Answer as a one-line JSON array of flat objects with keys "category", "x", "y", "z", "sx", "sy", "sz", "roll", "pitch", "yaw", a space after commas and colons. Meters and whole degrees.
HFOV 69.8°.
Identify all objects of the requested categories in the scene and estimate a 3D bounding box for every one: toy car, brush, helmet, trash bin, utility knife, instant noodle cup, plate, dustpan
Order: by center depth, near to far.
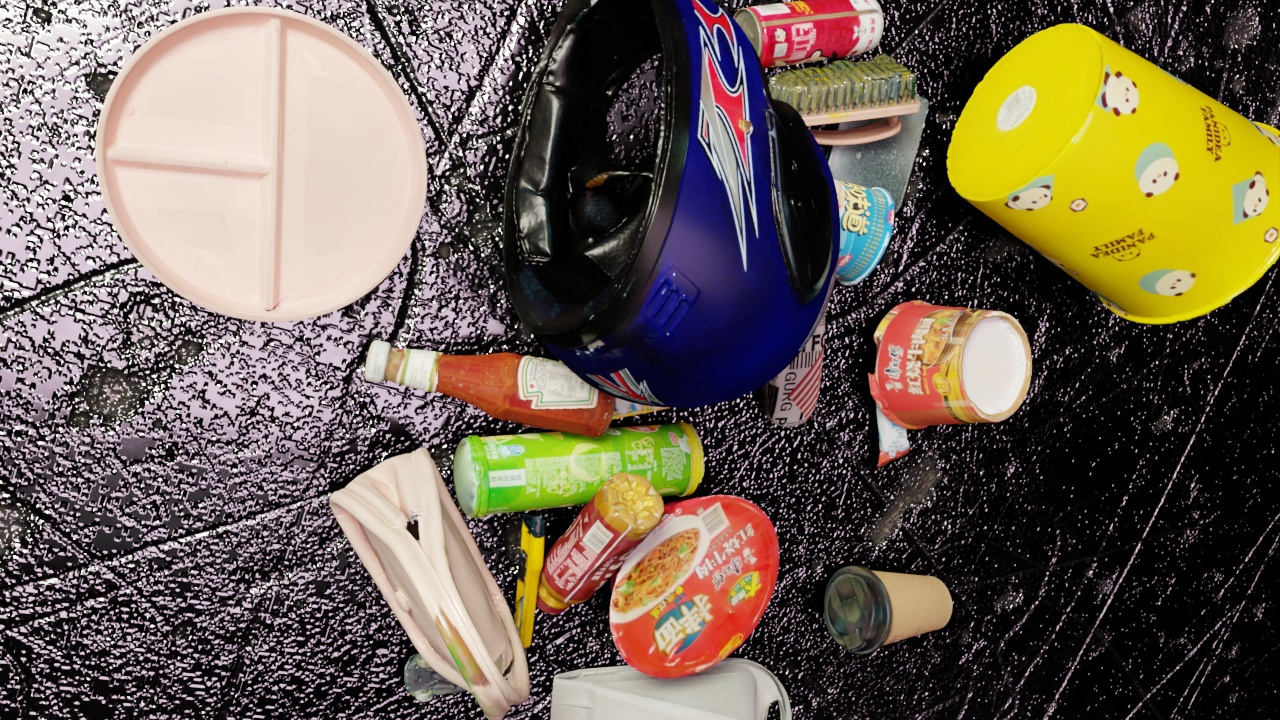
[{"category": "plate", "x": -0.278, "y": -0.144, "z": 0.692, "sx": 0.229, "sy": 0.028, "sz": 0.230, "roll": -5, "pitch": 104, "yaw": -23}, {"category": "helmet", "x": 0.038, "y": -0.118, "z": 0.731, "sx": 0.240, "sy": 0.248, "sz": 0.315, "roll": 14, "pitch": 76, "yaw": -42}, {"category": "utility knife", "x": -0.104, "y": 0.209, "z": 0.839, "sx": 0.015, "sy": 0.033, "sz": 0.172, "roll": -8, "pitch": 122, "yaw": -29}, {"category": "toy car", "x": -0.172, "y": 0.283, "z": 0.844, "sx": 0.090, "sy": 0.034, "sz": 0.043, "roll": -3, "pitch": 107, "yaw": -21}, {"category": "brush", "x": 0.179, "y": -0.235, "z": 0.850, "sx": 0.145, "sy": 0.063, "sz": 0.073, "roll": -11, "pitch": 131, "yaw": -10}, {"category": "instant noodle cup", "x": 0.164, "y": -0.133, "z": 0.861, "sx": 0.110, "sy": 0.099, "sz": 0.099, "roll": 16, "pitch": 96, "yaw": -18}, {"category": "instant noodle cup", "x": 0.042, "y": 0.208, "z": 0.895, "sx": 0.193, "sy": 0.066, "sz": 0.194, "roll": -11, "pitch": 113, "yaw": -28}, {"category": "trash bin", "x": 0.466, "y": -0.188, "z": 0.914, "sx": 0.255, "sy": 0.230, "sz": 0.229, "roll": 22, "pitch": 93, "yaw": -21}, {"category": "instant noodle cup", "x": 0.322, "y": 0.005, "z": 0.938, "sx": 0.137, "sy": 0.109, "sz": 0.138, "roll": 0, "pitch": 91, "yaw": -31}, {"category": "dustpan", "x": 0.037, "y": 0.419, "z": 0.986, "sx": 0.258, "sy": 0.142, "sz": 0.223, "roll": 7, "pitch": 101, "yaw": 4}]

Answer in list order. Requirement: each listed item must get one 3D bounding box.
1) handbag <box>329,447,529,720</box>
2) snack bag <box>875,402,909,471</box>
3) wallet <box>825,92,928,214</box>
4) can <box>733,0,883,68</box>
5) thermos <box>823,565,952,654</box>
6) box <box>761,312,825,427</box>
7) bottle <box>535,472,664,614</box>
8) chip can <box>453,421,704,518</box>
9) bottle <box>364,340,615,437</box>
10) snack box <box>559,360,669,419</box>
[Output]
[{"category": "handbag", "x": -0.150, "y": 0.188, "z": 0.717, "sx": 0.093, "sy": 0.234, "sz": 0.193, "roll": -30, "pitch": 113, "yaw": -17}, {"category": "snack bag", "x": 0.270, "y": 0.066, "z": 0.991, "sx": 0.048, "sy": 0.026, "sz": 0.104, "roll": -21, "pitch": 109, "yaw": -28}, {"category": "wallet", "x": 0.231, "y": -0.215, "z": 0.908, "sx": 0.097, "sy": 0.019, "sz": 0.121, "roll": 13, "pitch": 96, "yaw": -25}, {"category": "can", "x": 0.151, "y": -0.298, "z": 0.830, "sx": 0.132, "sy": 0.053, "sz": 0.053, "roll": -15, "pitch": 108, "yaw": -20}, {"category": "thermos", "x": 0.274, "y": 0.273, "z": 1.015, "sx": 0.143, "sy": 0.093, "sz": 0.093, "roll": 7, "pitch": 100, "yaw": -33}, {"category": "box", "x": 0.153, "y": -0.012, "z": 0.908, "sx": 0.068, "sy": 0.051, "sz": 0.164, "roll": -16, "pitch": 110, "yaw": -41}, {"category": "bottle", "x": -0.044, "y": 0.169, "z": 0.815, "sx": 0.057, "sy": 0.057, "sz": 0.175, "roll": 14, "pitch": 134, "yaw": -26}, {"category": "chip can", "x": -0.056, "y": 0.097, "z": 0.828, "sx": 0.221, "sy": 0.072, "sz": 0.072, "roll": -2, "pitch": 104, "yaw": -24}, {"category": "bottle", "x": -0.124, "y": 0.020, "z": 0.771, "sx": 0.206, "sy": 0.060, "sz": 0.060, "roll": 11, "pitch": 98, "yaw": -11}, {"category": "snack box", "x": -0.005, "y": 0.005, "z": 0.850, "sx": 0.140, "sy": 0.034, "sz": 0.087, "roll": -11, "pitch": 107, "yaw": -23}]
